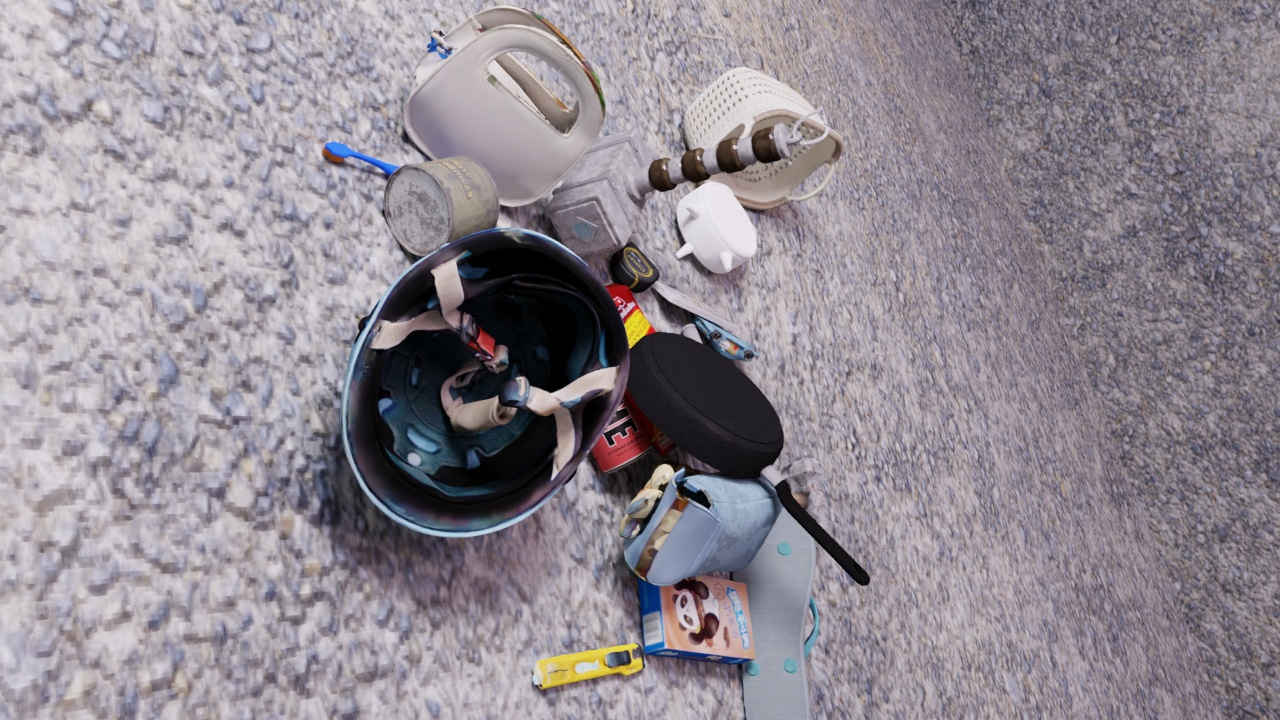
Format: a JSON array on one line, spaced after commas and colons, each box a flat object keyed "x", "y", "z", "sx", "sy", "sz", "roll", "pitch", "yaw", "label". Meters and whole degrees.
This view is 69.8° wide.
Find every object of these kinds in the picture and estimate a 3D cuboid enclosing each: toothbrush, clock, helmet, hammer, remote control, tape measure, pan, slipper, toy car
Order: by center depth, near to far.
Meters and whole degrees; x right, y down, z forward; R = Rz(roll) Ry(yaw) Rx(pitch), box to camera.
[{"x": -0.144, "y": 0.022, "z": 0.797, "sx": 0.225, "sy": 0.167, "sz": 0.265, "roll": 41, "pitch": 71, "yaw": -19, "label": "helmet"}, {"x": -0.245, "y": -0.190, "z": 0.950, "sx": 0.182, "sy": 0.018, "sz": 0.016, "roll": 15, "pitch": 57, "yaw": -48, "label": "toothbrush"}, {"x": 0.122, "y": 0.094, "z": 0.984, "sx": 0.355, "sy": 0.044, "sz": 0.203, "roll": 46, "pitch": 24, "yaw": 19, "label": "pan"}, {"x": 0.157, "y": 0.306, "z": 1.068, "sx": 0.055, "sy": 0.098, "sz": 0.268, "roll": 52, "pitch": 39, "yaw": -55, "label": "slipper"}, {"x": 0.058, "y": -0.225, "z": 1.071, "sx": 0.079, "sy": 0.327, "sz": 0.176, "roll": 61, "pitch": 33, "yaw": -31, "label": "hammer"}, {"x": 0.132, "y": 0.166, "z": 1.150, "sx": 0.318, "sy": 0.049, "sz": 0.121, "roll": 16, "pitch": 59, "yaw": -42, "label": "hammer"}, {"x": -0.010, "y": -0.114, "z": 1.161, "sx": 0.061, "sy": 0.034, "sz": 0.061, "roll": 47, "pitch": 34, "yaw": 0, "label": "tape measure"}, {"x": 0.075, "y": -0.073, "z": 1.231, "sx": 0.135, "sy": 0.011, "sz": 0.050, "roll": 22, "pitch": 16, "yaw": -41, "label": "remote control"}, {"x": 0.109, "y": -0.026, "z": 1.242, "sx": 0.107, "sy": 0.027, "sz": 0.060, "roll": 28, "pitch": 13, "yaw": -31, "label": "toy car"}, {"x": 0.105, "y": -0.188, "z": 1.324, "sx": 0.125, "sy": 0.073, "sz": 0.160, "roll": 57, "pitch": 30, "yaw": -8, "label": "clock"}]

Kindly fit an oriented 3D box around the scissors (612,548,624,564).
[{"x": 0.031, "y": 0.196, "z": 1.021, "sx": 0.174, "sy": 0.014, "sz": 0.141, "roll": -17, "pitch": 97, "yaw": -44, "label": "scissors"}]

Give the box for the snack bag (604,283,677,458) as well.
[{"x": -0.006, "y": 0.006, "z": 1.092, "sx": 0.208, "sy": 0.067, "sz": 0.138, "roll": 51, "pitch": 43, "yaw": 0, "label": "snack bag"}]

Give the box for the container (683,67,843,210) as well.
[{"x": 0.184, "y": -0.340, "z": 1.417, "sx": 0.245, "sy": 0.185, "sz": 0.142, "roll": 8, "pitch": 52, "yaw": -48, "label": "container"}]

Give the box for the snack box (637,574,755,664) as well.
[{"x": 0.063, "y": 0.280, "z": 1.002, "sx": 0.151, "sy": 0.034, "sz": 0.087, "roll": 22, "pitch": 52, "yaw": -41, "label": "snack box"}]

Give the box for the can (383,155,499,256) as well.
[{"x": -0.198, "y": -0.155, "z": 0.918, "sx": 0.074, "sy": 0.090, "sz": 0.090, "roll": -30, "pitch": 92, "yaw": -53, "label": "can"}]

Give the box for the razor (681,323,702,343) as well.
[{"x": 0.083, "y": 0.005, "z": 1.195, "sx": 0.088, "sy": 0.047, "sz": 0.116, "roll": 3, "pitch": 58, "yaw": -49, "label": "razor"}]

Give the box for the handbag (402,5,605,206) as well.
[{"x": -0.138, "y": -0.281, "z": 0.980, "sx": 0.200, "sy": 0.200, "sz": 0.092, "roll": 37, "pitch": 40, "yaw": -33, "label": "handbag"}]

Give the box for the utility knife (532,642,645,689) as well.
[{"x": -0.047, "y": 0.294, "z": 0.883, "sx": 0.151, "sy": 0.017, "sz": 0.030, "roll": 6, "pitch": 54, "yaw": -45, "label": "utility knife"}]

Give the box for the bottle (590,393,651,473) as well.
[{"x": -0.054, "y": 0.032, "z": 0.995, "sx": 0.062, "sy": 0.062, "sz": 0.176, "roll": -28, "pitch": 90, "yaw": -53, "label": "bottle"}]

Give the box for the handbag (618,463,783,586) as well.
[{"x": 0.060, "y": 0.162, "z": 0.973, "sx": 0.118, "sy": 0.122, "sz": 0.191, "roll": 40, "pitch": 23, "yaw": 32, "label": "handbag"}]
